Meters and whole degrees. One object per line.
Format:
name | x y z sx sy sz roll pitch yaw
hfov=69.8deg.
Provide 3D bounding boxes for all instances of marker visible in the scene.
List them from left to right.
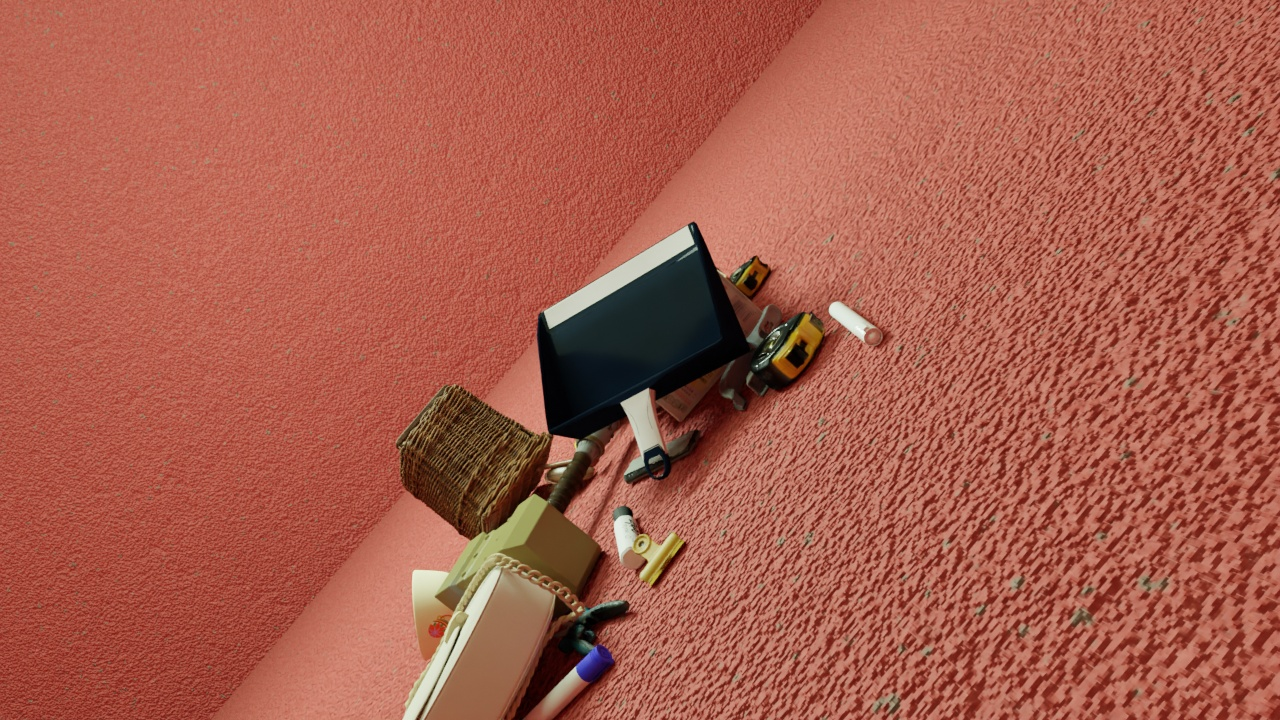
marker | -0.077 0.304 0.809 0.142 0.020 0.020 -48 12 14
marker | -0.013 0.181 0.952 0.025 0.025 0.126 -48 12 4
marker | 0.200 -0.038 0.866 0.017 0.020 0.133 -44 12 8

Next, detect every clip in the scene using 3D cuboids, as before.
clip | 0.017 0.184 0.859 0.053 0.035 0.046 -53 31 -10
clip | 0.113 0.008 1.027 0.108 0.028 0.162 -41 14 32

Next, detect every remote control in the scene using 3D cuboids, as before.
remote control | 0.023 0.113 1.060 0.137 0.013 0.033 -33 21 50

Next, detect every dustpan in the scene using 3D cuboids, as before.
dustpan | -0.006 0.006 1.014 0.237 0.273 0.080 -29 -21 22

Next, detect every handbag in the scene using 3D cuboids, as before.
handbag | -0.153 0.304 0.886 0.208 0.103 0.211 -62 5 -19

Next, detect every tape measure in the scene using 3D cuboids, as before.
tape measure | 0.138 -0.106 1.264 0.067 0.038 0.062 -31 22 56
tape measure | 0.145 -0.008 0.925 0.072 0.042 0.072 -29 26 51

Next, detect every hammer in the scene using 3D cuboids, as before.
hammer | -0.098 0.168 1.120 0.191 0.100 0.323 -39 14 41

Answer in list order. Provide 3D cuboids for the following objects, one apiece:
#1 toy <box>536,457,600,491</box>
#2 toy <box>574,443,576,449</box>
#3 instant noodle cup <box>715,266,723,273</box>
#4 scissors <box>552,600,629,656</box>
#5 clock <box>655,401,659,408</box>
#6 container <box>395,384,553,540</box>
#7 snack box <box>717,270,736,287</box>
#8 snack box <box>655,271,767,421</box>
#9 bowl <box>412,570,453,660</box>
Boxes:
toy | -0.095 0.155 1.272 0.102 0.055 0.041 -15 25 30
toy | -0.058 0.075 1.367 0.131 0.097 0.124 -30 20 3
instant noodle cup | 0.073 -0.084 1.325 0.108 0.102 0.102 -27 24 42
scissors | -0.053 0.256 0.874 0.122 0.019 0.149 -48 10 10
clock | 0.015 0.019 1.241 0.122 0.075 0.161 -33 28 21
container | -0.258 0.162 1.375 0.161 0.183 0.251 -53 -6 -27
snack box | 0.017 -0.050 1.196 0.207 0.055 0.153 -40 30 -2
snack box | 0.053 -0.031 1.108 0.168 0.132 0.027 -49 11 1
bowl | -0.257 0.333 1.225 0.074 0.118 0.118 -8 8 -9
